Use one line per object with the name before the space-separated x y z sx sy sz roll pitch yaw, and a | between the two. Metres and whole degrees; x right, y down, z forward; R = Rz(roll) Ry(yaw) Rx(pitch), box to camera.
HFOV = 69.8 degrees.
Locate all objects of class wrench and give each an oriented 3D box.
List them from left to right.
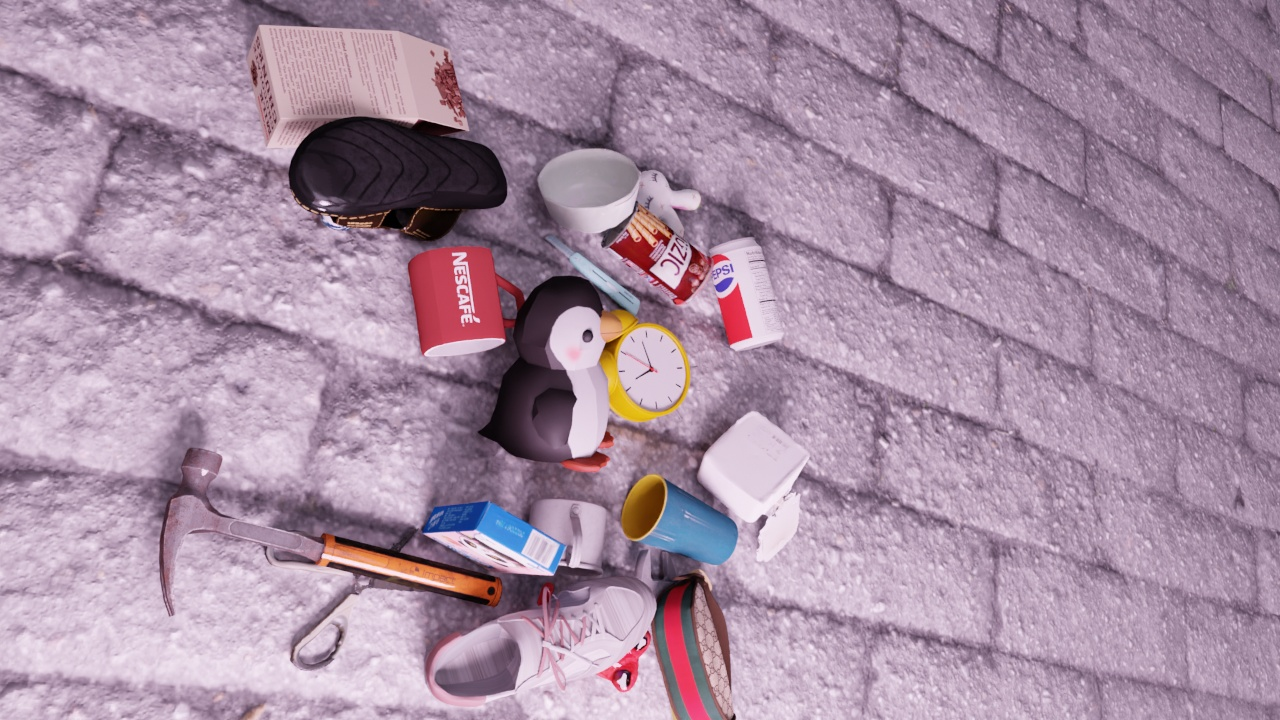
wrench | 0.039 0.344 1.018 0.083 0.018 0.273 0 78 -55

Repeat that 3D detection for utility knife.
utility knife | -0.056 -0.102 1.081 0.141 0.015 0.022 38 62 -15

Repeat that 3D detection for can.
can | 0.132 -0.083 1.161 0.070 0.070 0.132 -11 84 -34

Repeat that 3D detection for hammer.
hammer | -0.274 0.191 0.841 0.314 0.035 0.137 22 63 -27

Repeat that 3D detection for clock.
clock | -0.006 0.006 1.064 0.152 0.052 0.113 31 64 -27

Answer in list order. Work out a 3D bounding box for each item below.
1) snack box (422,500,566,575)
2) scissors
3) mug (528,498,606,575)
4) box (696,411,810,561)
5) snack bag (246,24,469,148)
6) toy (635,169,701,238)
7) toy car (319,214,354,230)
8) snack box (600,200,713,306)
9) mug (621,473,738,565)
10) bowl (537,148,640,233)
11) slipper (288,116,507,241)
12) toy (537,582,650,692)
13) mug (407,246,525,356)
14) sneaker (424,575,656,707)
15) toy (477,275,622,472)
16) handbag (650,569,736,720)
snack box | -0.143 0.169 0.873 0.088 0.154 0.033 35 65 -20
scissors | -0.279 0.210 0.863 0.157 0.013 0.170 43 59 -19
mug | -0.074 0.181 0.941 0.084 0.113 0.070 10 70 -14
box | 0.149 0.165 1.118 0.152 0.132 0.107 39 57 18
snack bag | -0.282 -0.280 0.946 0.205 0.070 0.094 -11 84 -34
toy | 0.017 -0.198 1.136 0.122 0.038 0.079 22 74 -24
toy car | -0.307 -0.177 0.931 0.038 0.027 0.089 -3 80 -35
snack box | 0.021 -0.128 1.100 0.121 0.072 0.072 36 62 -20
mug | 0.049 0.187 1.043 0.121 0.078 0.078 29 64 -29
bowl | -0.057 -0.187 1.058 0.117 0.061 0.117 -2 47 2
slipper | -0.246 -0.181 0.939 0.267 0.076 0.113 -16 82 -53
toy | -0.054 0.285 0.971 0.133 0.094 0.088 32 94 4
mug | -0.175 -0.061 0.953 0.116 0.081 0.096 -6 82 -32
sneaker | -0.093 0.269 0.868 0.236 0.089 0.099 -19 83 -9
toy | -0.092 0.004 0.934 0.140 0.159 0.184 6 104 2
handbag | 0.066 0.314 1.010 0.138 0.063 0.166 -4 78 -72
